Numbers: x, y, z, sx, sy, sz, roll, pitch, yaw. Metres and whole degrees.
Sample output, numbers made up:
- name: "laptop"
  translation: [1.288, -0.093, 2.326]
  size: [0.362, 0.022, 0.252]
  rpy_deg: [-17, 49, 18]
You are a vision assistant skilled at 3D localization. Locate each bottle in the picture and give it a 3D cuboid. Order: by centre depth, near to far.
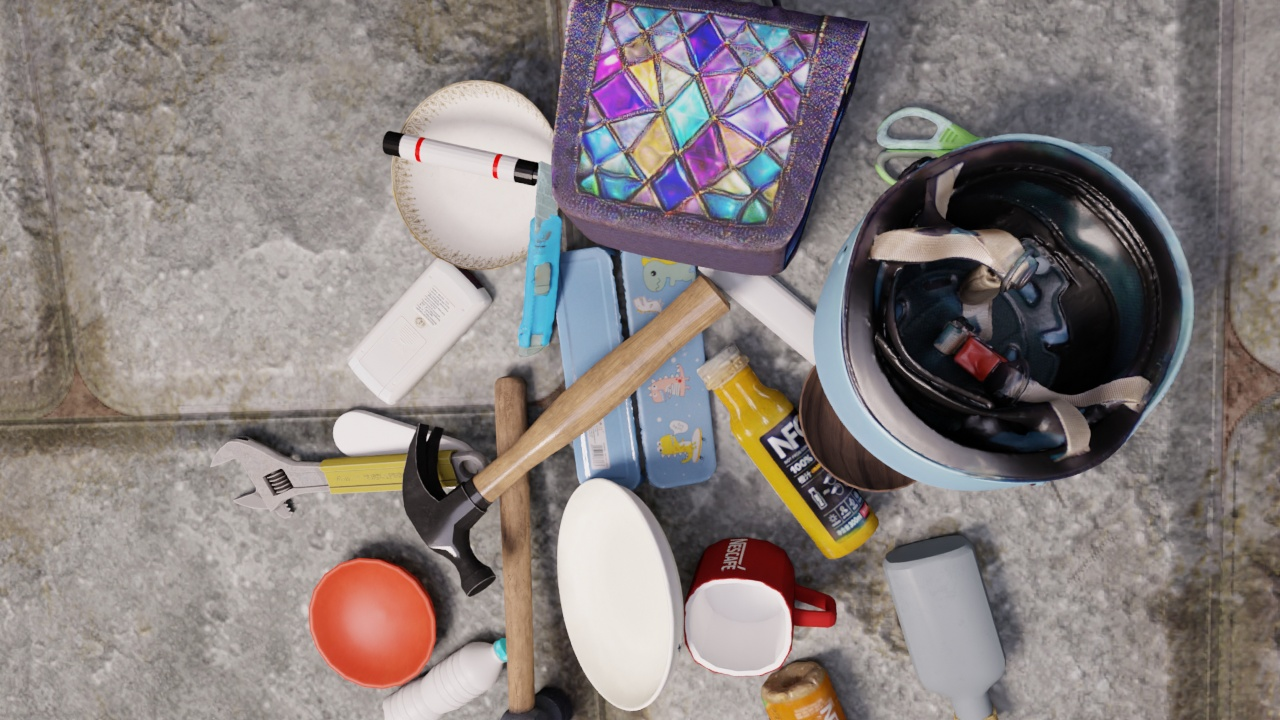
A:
- name: "bottle"
  translation: [0.251, 0.227, 0.737]
  size: [0.072, 0.046, 0.161]
  rpy_deg: [-17, 94, 12]
- name: "bottle"
  translation: [0.116, 0.070, 0.737]
  size: [0.053, 0.053, 0.186]
  rpy_deg: [-37, 90, 13]
- name: "bottle"
  translation: [0.156, 0.337, 0.763]
  size: [0.059, 0.059, 0.167]
  rpy_deg: [-22, 93, 13]
- name: "bottle"
  translation: [-0.171, 0.292, 0.826]
  size: [0.136, 0.044, 0.044]
  rpy_deg: [-35, 90, 13]

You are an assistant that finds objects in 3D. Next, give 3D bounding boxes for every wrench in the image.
- name: "wrench"
  translation: [-0.262, 0.098, 0.818]
  size: [0.274, 0.018, 0.084]
  rpy_deg: [-6, 109, 17]

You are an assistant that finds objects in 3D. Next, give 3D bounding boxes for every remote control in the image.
- name: "remote control"
  translation: [0.106, -0.047, 0.744]
  size: [0.131, 0.012, 0.033]
  rpy_deg: [40, 103, 3]
- name: "remote control"
  translation: [-0.193, -0.026, 0.796]
  size: [0.060, 0.025, 0.138]
  rpy_deg: [45, 101, 2]
- name: "remote control"
  translation: [-0.210, 0.079, 0.820]
  size: [0.136, 0.013, 0.043]
  rpy_deg: [16, 100, 8]

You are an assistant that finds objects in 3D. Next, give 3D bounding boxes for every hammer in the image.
- name: "hammer"
  translation: [-0.059, 0.040, 0.727]
  size: [0.305, 0.040, 0.132]
  rpy_deg: [-40, 72, 7]
- name: "hammer"
  translation: [-0.105, 0.174, 0.776]
  size: [0.040, 0.129, 0.321]
  rpy_deg: [-3, 87, 17]

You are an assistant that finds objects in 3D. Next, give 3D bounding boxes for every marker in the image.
- name: "marker"
  translation: [-0.127, -0.153, 0.703]
  size: [0.146, 0.019, 0.019]
  rpy_deg: [14, 100, 10]

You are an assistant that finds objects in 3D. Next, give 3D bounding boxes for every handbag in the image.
- name: "handbag"
  translation: [0.049, -0.186, 0.675]
  size: [0.205, 0.125, 0.222]
  rpy_deg: [12, 88, 9]

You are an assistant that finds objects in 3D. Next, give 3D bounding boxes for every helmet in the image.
- name: "helmet"
  translation: [0.236, -0.030, 0.637]
  size: [0.265, 0.167, 0.225]
  rpy_deg: [-35, 85, -13]

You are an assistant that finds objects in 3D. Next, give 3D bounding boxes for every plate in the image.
- name: "plate"
  translation: [-0.013, 0.184, 0.740]
  size: [0.034, 0.182, 0.182]
  rpy_deg: [-3, 99, -31]

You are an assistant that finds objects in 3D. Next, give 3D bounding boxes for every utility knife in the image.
- name: "utility knife"
  translation: [-0.079, -0.073, 0.723]
  size: [0.031, 0.015, 0.198]
  rpy_deg: [-10, 137, -19]

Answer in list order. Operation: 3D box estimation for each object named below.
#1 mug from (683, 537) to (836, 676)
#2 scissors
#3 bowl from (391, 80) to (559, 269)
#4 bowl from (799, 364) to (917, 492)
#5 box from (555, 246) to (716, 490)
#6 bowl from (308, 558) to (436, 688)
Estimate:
- name: "mug"
  translation: [0.097, 0.195, 0.735]
  size: [0.116, 0.096, 0.080]
  rpy_deg: [1, 98, 10]
- name: "scissors"
  translation: [0.268, -0.160, 0.700]
  size: [0.174, 0.033, 0.065]
  rpy_deg: [3, 94, 13]
- name: "bowl"
  translation: [-0.123, -0.148, 0.747]
  size: [0.145, 0.063, 0.145]
  rpy_deg: [2, 99, 11]
- name: "bowl"
  translation: [0.179, 0.044, 0.720]
  size: [0.119, 0.032, 0.119]
  rpy_deg: [1, 79, -5]
- name: "box"
  translation: [-0.006, 0.005, 0.759]
  size: [0.126, 0.039, 0.209]
  rpy_deg: [-6, 97, 10]
- name: "bowl"
  translation: [-0.238, 0.234, 0.835]
  size: [0.122, 0.035, 0.122]
  rpy_deg: [1, 98, 10]
